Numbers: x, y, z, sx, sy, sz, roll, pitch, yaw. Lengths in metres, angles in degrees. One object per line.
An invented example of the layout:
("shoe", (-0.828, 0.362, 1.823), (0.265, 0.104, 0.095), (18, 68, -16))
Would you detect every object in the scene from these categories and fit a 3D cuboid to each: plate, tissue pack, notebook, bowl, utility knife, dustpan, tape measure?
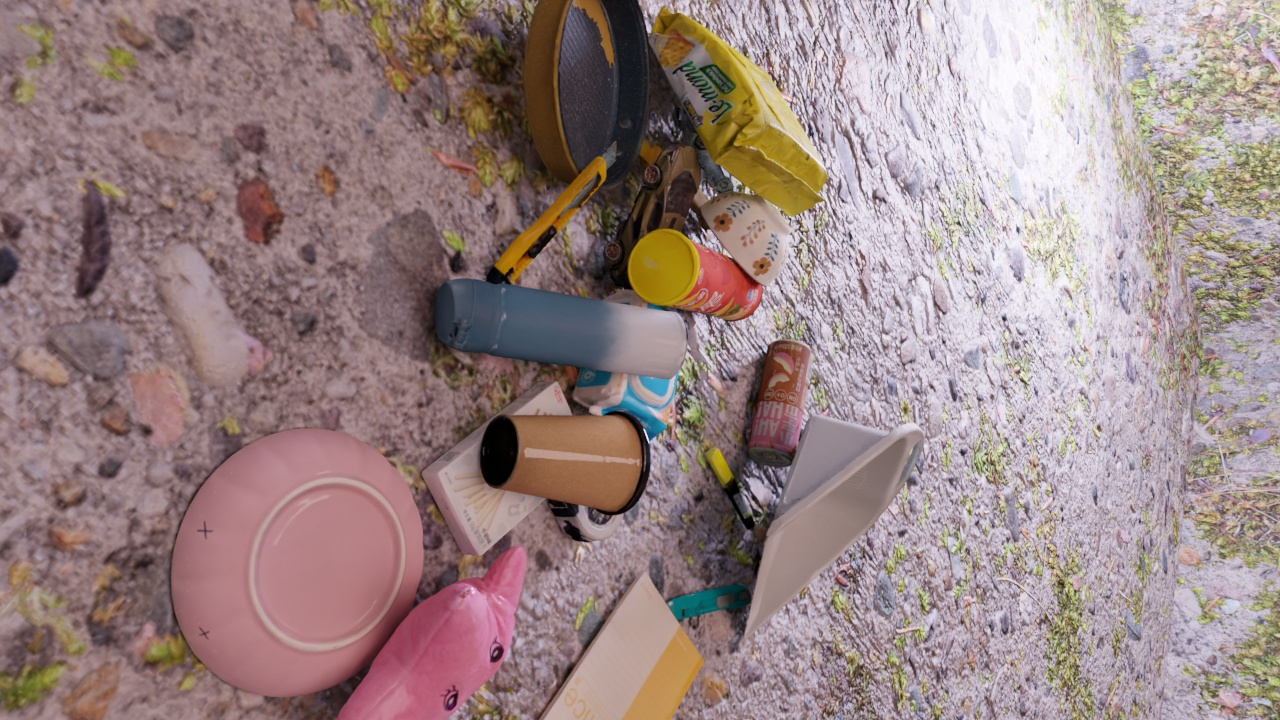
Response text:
("plate", (-0.231, 0.144, 0.660), (0.192, 0.039, 0.192), (6, 81, -48))
("tissue pack", (-0.005, 0.005, 0.908), (0.090, 0.063, 0.139), (35, 61, -40))
("notebook", (-0.019, 0.331, 0.894), (0.205, 0.010, 0.146), (-50, 122, -36))
("bowl", (0.123, -0.141, 0.991), (0.113, 0.062, 0.113), (44, 20, -20))
("utility knife", (-0.075, -0.128, 0.820), (0.173, 0.015, 0.033), (-49, 154, -3))
("utility knife", (0.076, 0.266, 1.009), (0.160, 0.013, 0.029), (4, 83, -47))
("dustpan", (0.229, 0.178, 1.040), (0.223, 0.143, 0.256), (91, 19, -47))
("tape measure", (-0.049, 0.138, 0.869), (0.065, 0.034, 0.066), (-39, 112, -41))

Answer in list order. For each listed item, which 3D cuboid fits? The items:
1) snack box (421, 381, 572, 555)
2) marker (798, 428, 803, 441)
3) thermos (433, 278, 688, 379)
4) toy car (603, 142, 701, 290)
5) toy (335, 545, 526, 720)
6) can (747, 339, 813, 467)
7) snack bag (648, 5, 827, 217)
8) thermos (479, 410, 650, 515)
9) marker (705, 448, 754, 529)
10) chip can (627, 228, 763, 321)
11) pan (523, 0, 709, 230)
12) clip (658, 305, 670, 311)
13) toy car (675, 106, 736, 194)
("snack box", (-0.113, 0.091, 0.807), (0.156, 0.027, 0.085), (-39, 115, -42))
("marker", (0.233, 0.101, 1.196), (0.130, 0.023, 0.018), (11, 72, -46))
("thermos", (-0.067, -0.028, 0.799), (0.220, 0.070, 0.070), (9, 79, -26))
("toy car", (0.016, -0.141, 0.915), (0.070, 0.042, 0.158), (-8, 129, -54))
("toy", (-0.150, 0.218, 0.675), (0.194, 0.074, 0.179), (-42, 161, -42))
("can", (0.168, 0.050, 1.101), (0.058, 0.058, 0.147), (34, 62, -41))
("snack bag", (0.107, -0.271, 0.983), (0.158, 0.068, 0.246), (23, 36, -45))
("thermos", (-0.061, 0.084, 0.785), (0.143, 0.093, 0.093), (10, 78, -39))
("marker", (0.104, 0.149, 1.054), (0.018, 0.015, 0.124), (-52, 126, -37))
("chip can", (0.062, -0.082, 0.944), (0.216, 0.073, 0.073), (7, 80, -66))
("pan", (-0.003, -0.228, 0.921), (0.357, 0.078, 0.197), (49, 54, -61))
("clip", (0.015, -0.061, 0.975), (0.057, 0.014, 0.046), (20, 73, -44))
("toy car", (0.076, -0.237, 1.039), (0.120, 0.037, 0.054), (51, 28, -40))
